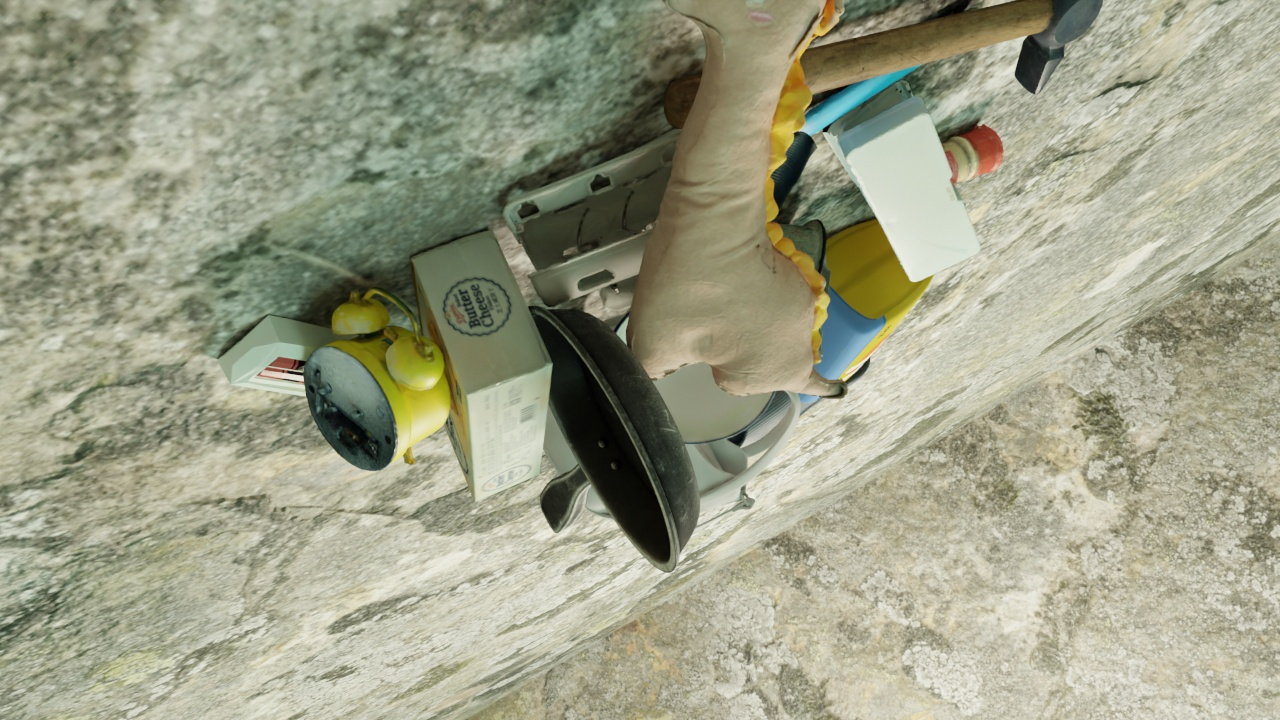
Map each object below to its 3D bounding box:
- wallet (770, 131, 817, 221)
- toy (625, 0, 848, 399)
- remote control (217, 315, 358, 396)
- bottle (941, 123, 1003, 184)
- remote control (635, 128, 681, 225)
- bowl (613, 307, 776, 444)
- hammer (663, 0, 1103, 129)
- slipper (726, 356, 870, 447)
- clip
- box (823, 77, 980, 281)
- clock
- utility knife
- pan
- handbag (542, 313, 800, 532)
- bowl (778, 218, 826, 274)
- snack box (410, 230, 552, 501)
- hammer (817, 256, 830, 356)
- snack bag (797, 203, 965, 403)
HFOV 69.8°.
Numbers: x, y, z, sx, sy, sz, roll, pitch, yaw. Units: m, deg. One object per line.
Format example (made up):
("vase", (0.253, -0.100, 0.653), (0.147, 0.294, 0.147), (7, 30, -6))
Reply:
("wallet", (0.079, -0.104, 0.631), (0.089, 0.026, 0.115), (-60, -176, -6))
("toy", (0.075, -0.094, 0.520), (0.196, 0.065, 0.265), (9, 119, -18))
("remote control", (-0.206, 0.005, 0.606), (0.050, 0.024, 0.143), (-36, 158, 17))
("bottle", (0.257, -0.167, 0.790), (0.109, 0.044, 0.044), (-23, 159, -15))
("remote control", (0.028, -0.118, 0.641), (0.050, 0.011, 0.136), (-27, 159, -1))
("bowl", (0.037, -0.007, 0.643), (0.118, 0.118, 0.062), (-37, -163, 22))
("hammer", (0.161, -0.196, 0.582), (0.321, 0.040, 0.129), (-19, 148, -17))
("slipper", (0.162, 0.015, 1.038), (0.263, 0.101, 0.083), (-26, 153, -25))
("clip", (-0.009, -0.067, 0.600), (0.126, 0.096, 0.152), (-19, 149, 2))
("box", (0.212, -0.132, 0.726), (0.083, 0.066, 0.199), (-47, 140, 4))
("clock", (-0.159, 0.011, 0.559), (0.057, 0.083, 0.119), (-32, 148, -47))
("utility knife", (0.153, -0.188, 0.633), (0.179, 0.015, 0.031), (-33, 157, 2))
("pan", (-0.036, 0.076, 0.660), (0.055, 0.187, 0.358), (-28, 167, -16))
("handbag", (0.031, 0.053, 0.757), (0.223, 0.216, 0.095), (-13, -150, 29))
("bowl", (0.098, -0.050, 0.758), (0.038, 0.157, 0.158), (21, 144, -9))
("snack box", (-0.111, 0.013, 0.642), (0.057, 0.104, 0.208), (-20, 158, -18))
("hammer", (0.094, 0.013, 0.867), (0.028, 0.146, 0.318), (21, 145, -9))
("snack bag", (0.227, -0.068, 0.922), (0.204, 0.102, 0.159), (-33, 164, -26))
